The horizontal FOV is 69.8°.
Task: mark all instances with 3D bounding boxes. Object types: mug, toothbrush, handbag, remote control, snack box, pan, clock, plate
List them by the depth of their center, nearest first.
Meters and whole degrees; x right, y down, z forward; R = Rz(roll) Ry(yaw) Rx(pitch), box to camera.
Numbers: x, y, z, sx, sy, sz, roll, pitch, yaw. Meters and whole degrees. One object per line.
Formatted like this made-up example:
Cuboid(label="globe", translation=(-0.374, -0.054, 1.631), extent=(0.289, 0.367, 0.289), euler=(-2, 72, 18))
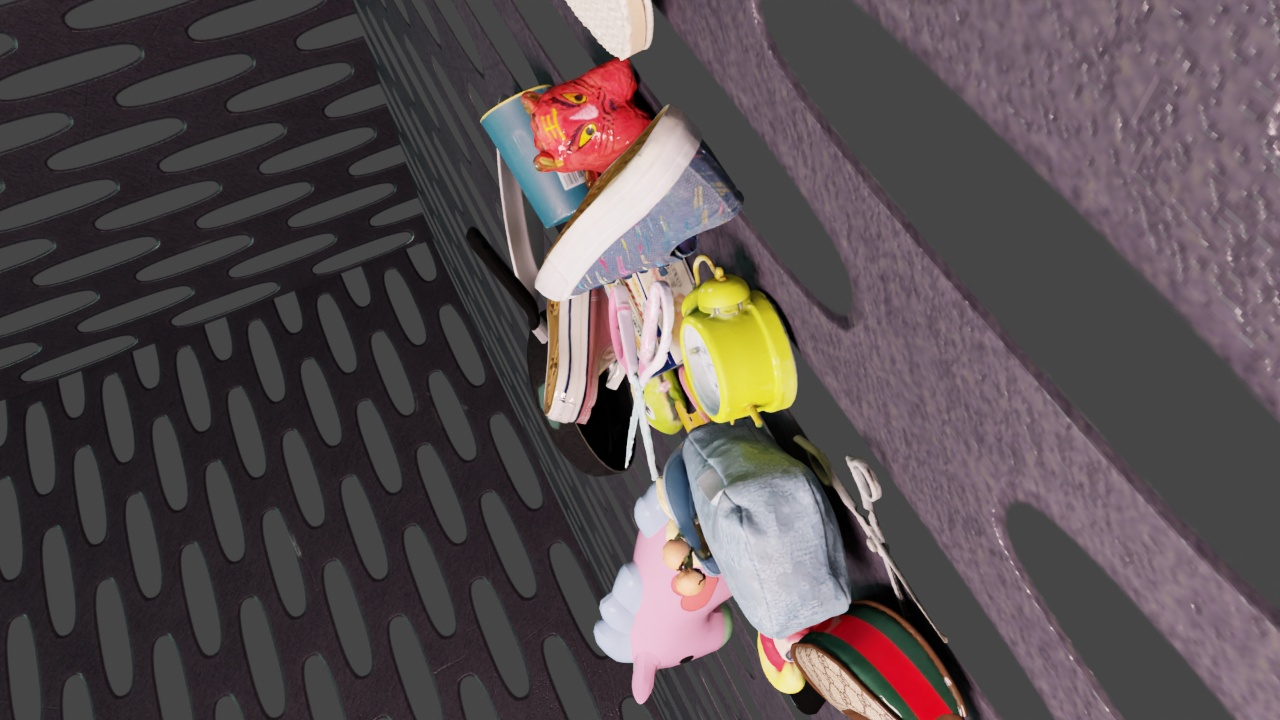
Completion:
Cuboid(label="handbag", translation=(0.167, 0.230, 0.607), extent=(0.138, 0.063, 0.167), euler=(54, 167, 10))
Cuboid(label="clock", translation=(0.061, -0.014, 0.611), extent=(0.083, 0.057, 0.119), euler=(157, 96, -78))
Cuboid(label="handbag", translation=(0.070, 0.118, 0.656), extent=(0.192, 0.118, 0.122), euler=(-117, 6, -75))
Cuboid(label="snack box", translation=(0.005, -0.061, 0.784), extent=(0.145, 0.042, 0.144), euler=(146, 101, -77))
Cuboid(label="toothbrush", translation=(0.070, 0.060, 0.785), extent=(0.135, 0.021, 0.016), euler=(59, 162, 16))
Cuboid(label="remote control", translation=(0.155, 0.284, 0.827), extent=(0.152, 0.020, 0.041), euler=(91, 154, -55))
Cuboid(label="mug", translation=(-0.093, -0.196, 0.896), extent=(0.121, 0.078, 0.078), euler=(63, 168, -6))
Cuboid(label="pan", translation=(-0.096, -0.011, 0.977), extent=(0.356, 0.044, 0.203), euler=(53, -156, -44))
Cuboid(label="plate", translation=(-0.130, -0.179, 1.045), extent=(0.242, 0.016, 0.242), euler=(-1, -95, -88))

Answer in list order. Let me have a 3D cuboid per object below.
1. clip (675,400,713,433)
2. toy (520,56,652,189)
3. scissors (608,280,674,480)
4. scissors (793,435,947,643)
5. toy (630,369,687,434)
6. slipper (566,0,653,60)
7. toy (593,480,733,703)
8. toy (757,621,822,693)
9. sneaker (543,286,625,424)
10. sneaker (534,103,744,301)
Cuboid(label="clip", translation=(0.053, 0.055, 0.825), extent=(0.054, 0.045, 0.048), euler=(66, -167, 11))
Cuboid(label="toy", translation=(-0.048, -0.171, 0.701), extent=(0.133, 0.094, 0.088), euler=(124, 122, -77))
Cuboid(label="scissors", translation=(0.001, 0.004, 0.695), extent=(0.169, 0.014, 0.170), euler=(124, 142, -59))
Cuboid(label="scissors", translation=(0.140, 0.100, 0.577), extent=(0.175, 0.014, 0.142), euler=(57, 170, 50))
Cuboid(label="toy", translation=(0.013, 0.030, 0.913), extent=(0.118, 0.043, 0.092), euler=(162, 84, -79))
Cuboid(label="slipper", translation=(-0.059, -0.312, 0.584), extent=(0.272, 0.054, 0.114), euler=(59, 169, 16))
Cuboid(label="toy", translation=(0.027, 0.198, 0.853), extent=(0.120, 0.171, 0.222), euler=(46, 156, 59))
Cuboid(label="toy", translation=(0.122, 0.214, 0.756), extent=(0.137, 0.067, 0.105), euler=(87, 176, -61))
Cuboid(label="sneaker", translation=(-0.044, -0.042, 0.904), extent=(0.119, 0.087, 0.240), euler=(118, 158, -51))
Cuboid(label="sneaker", translation=(-0.004, -0.092, 0.646), extent=(0.079, 0.087, 0.236), euler=(35, 154, -11))
